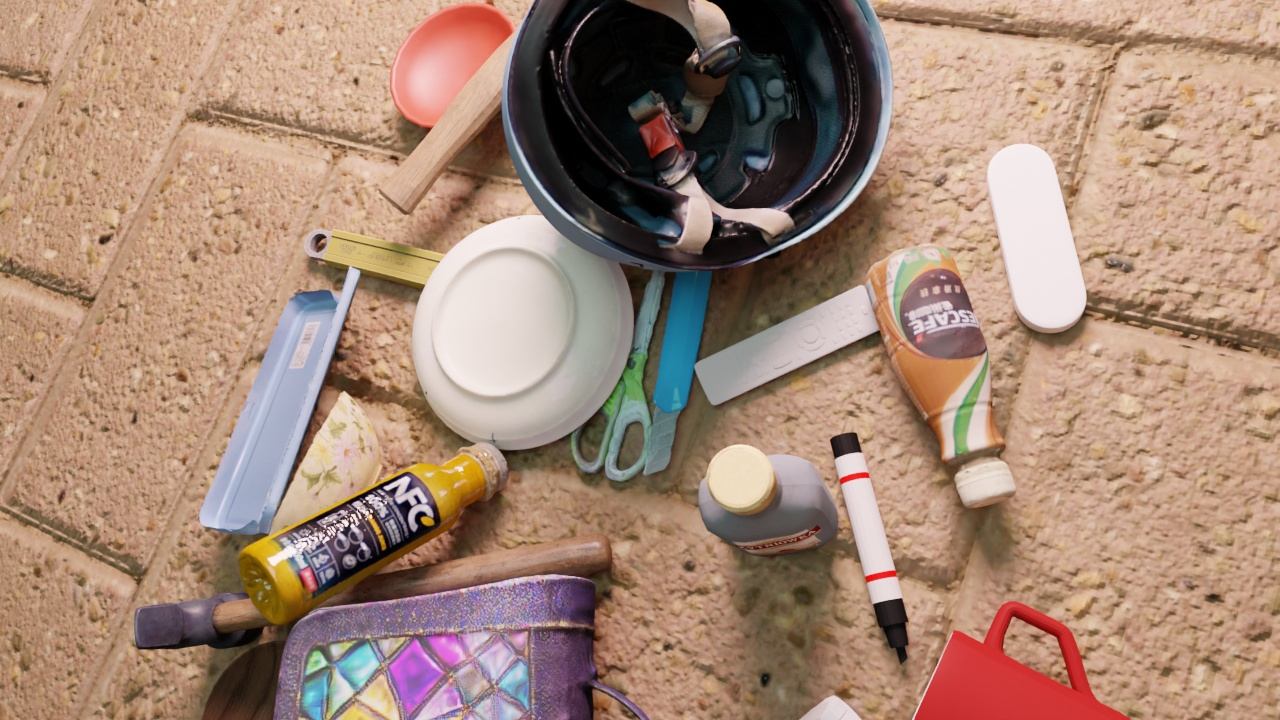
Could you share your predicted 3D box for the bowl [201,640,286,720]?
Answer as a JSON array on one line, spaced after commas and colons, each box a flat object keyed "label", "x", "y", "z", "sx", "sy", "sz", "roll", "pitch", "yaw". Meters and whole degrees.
[{"label": "bowl", "x": -0.256, "y": 0.264, "z": 0.659, "sx": 0.119, "sy": 0.032, "sz": 0.119, "roll": -5, "pitch": 71, "yaw": 16}]

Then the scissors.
[{"label": "scissors", "x": -0.006, "y": 0.002, "z": 0.673, "sx": 0.065, "sy": 0.033, "sz": 0.174, "roll": 10, "pitch": 72, "yaw": 23}]

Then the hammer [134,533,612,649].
[{"label": "hammer", "x": -0.178, "y": 0.160, "z": 0.638, "sx": 0.322, "sy": 0.129, "sz": 0.040, "roll": -11, "pitch": 76, "yaw": 4}]

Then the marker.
[{"label": "marker", "x": 0.148, "y": 0.117, "z": 0.584, "sx": 0.019, "sy": 0.019, "sz": 0.145, "roll": -16, "pitch": 69, "yaw": 12}]

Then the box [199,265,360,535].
[{"label": "box", "x": -0.267, "y": 0.033, "z": 0.706, "sx": 0.127, "sy": 0.039, "sz": 0.208, "roll": -14, "pitch": 56, "yaw": 44}]

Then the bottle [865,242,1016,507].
[{"label": "bottle", "x": 0.193, "y": 0.009, "z": 0.582, "sx": 0.059, "sy": 0.059, "sz": 0.167, "roll": -17, "pitch": 69, "yaw": 12}]

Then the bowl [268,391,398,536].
[{"label": "bowl", "x": -0.220, "y": 0.101, "z": 0.667, "sx": 0.063, "sy": 0.145, "sz": 0.145, "roll": 25, "pitch": 80, "yaw": -14}]

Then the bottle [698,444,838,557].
[{"label": "bottle", "x": 0.073, "y": 0.083, "z": 0.541, "sx": 0.072, "sy": 0.161, "sz": 0.046, "roll": -12, "pitch": 69, "yaw": 13}]

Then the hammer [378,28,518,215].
[{"label": "hammer", "x": -0.094, "y": -0.237, "z": 0.724, "sx": 0.305, "sy": 0.040, "sz": 0.132, "roll": -50, "pitch": 56, "yaw": 0}]

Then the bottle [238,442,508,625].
[{"label": "bottle", "x": -0.167, "y": 0.106, "z": 0.611, "sx": 0.053, "sy": 0.185, "sz": 0.053, "roll": 19, "pitch": 121, "yaw": 35}]

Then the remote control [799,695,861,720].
[{"label": "remote control", "x": 0.086, "y": 0.267, "z": 0.552, "sx": 0.138, "sy": 0.025, "sz": 0.060, "roll": -42, "pitch": 66, "yaw": 4}]

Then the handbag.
[{"label": "handbag", "x": -0.099, "y": 0.242, "z": 0.562, "sx": 0.222, "sy": 0.125, "sz": 0.204, "roll": -3, "pitch": 71, "yaw": 6}]

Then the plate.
[{"label": "plate", "x": -0.096, "y": -0.026, "z": 0.681, "sx": 0.182, "sy": 0.034, "sz": 0.182, "roll": -4, "pitch": 77, "yaw": 18}]

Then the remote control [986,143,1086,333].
[{"label": "remote control", "x": 0.264, "y": -0.083, "z": 0.614, "sx": 0.043, "sy": 0.013, "sz": 0.136, "roll": -10, "pitch": 70, "yaw": 15}]

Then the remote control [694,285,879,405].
[{"label": "remote control", "x": 0.102, "y": -0.010, "z": 0.641, "sx": 0.131, "sy": 0.012, "sz": 0.033, "roll": -25, "pitch": 82, "yaw": 9}]

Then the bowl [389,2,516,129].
[{"label": "bowl", "x": -0.152, "y": -0.245, "z": 0.787, "sx": 0.122, "sy": 0.035, "sz": 0.121, "roll": -5, "pitch": 71, "yaw": 16}]

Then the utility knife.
[{"label": "utility knife", "x": 0.027, "y": -0.012, "z": 0.665, "sx": 0.031, "sy": 0.015, "sz": 0.197, "roll": 8, "pitch": 72, "yaw": 14}]

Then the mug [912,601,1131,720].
[{"label": "mug", "x": 0.209, "y": 0.197, "z": 0.507, "sx": 0.097, "sy": 0.080, "sz": 0.116, "roll": 25, "pitch": 75, "yaw": 23}]

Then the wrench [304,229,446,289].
[{"label": "wrench", "x": -0.165, "y": -0.067, "z": 0.743, "sx": 0.274, "sy": 0.018, "sz": 0.083, "roll": 14, "pitch": 79, "yaw": 21}]

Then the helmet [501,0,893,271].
[{"label": "helmet", "x": 0.031, "y": -0.174, "z": 0.621, "sx": 0.265, "sy": 0.167, "sz": 0.225, "roll": -15, "pitch": 100, "yaw": -15}]
